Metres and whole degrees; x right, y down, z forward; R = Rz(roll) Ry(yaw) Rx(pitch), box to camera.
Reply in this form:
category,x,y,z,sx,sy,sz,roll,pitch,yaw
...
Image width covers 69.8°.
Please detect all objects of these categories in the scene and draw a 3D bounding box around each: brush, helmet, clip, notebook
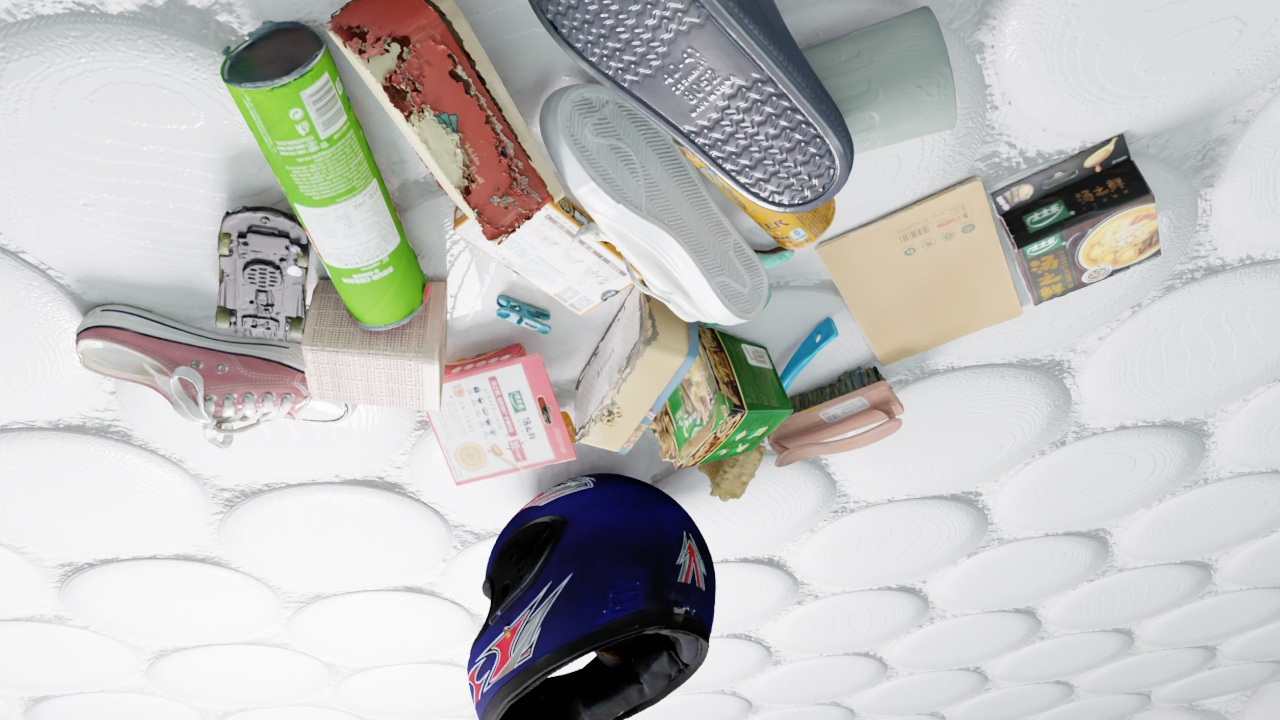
category,x,y,z,sx,sy,sz,roll,pitch,yaw
brush,0.202,0.065,0.973,0.146,0.073,0.063,-23,141,22
brush,0.131,0.053,0.956,0.045,0.083,0.255,13,131,-21
helmet,-0.067,0.267,1.043,0.316,0.240,0.247,-40,134,21
clip,-0.105,-0.042,0.826,0.056,0.043,0.014,22,133,-28
notebook,0.266,-0.073,0.857,0.148,0.008,0.207,-22,140,19

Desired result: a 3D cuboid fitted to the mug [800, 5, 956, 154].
category,x,y,z,sx,sy,sz,roll,pitch,yaw
mug,0.159,-0.182,0.651,0.103,0.083,0.124,-15,167,11

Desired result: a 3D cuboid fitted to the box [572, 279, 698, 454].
category,x,y,z,sx,sy,sz,roll,pitch,yaw
box,-0.005,0.005,0.847,0.059,0.089,0.185,17,138,-19

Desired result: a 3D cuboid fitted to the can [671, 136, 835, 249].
category,x,y,z,sx,sy,sz,roll,pitch,yaw
can,0.089,-0.143,0.695,0.058,0.058,0.146,-31,137,27

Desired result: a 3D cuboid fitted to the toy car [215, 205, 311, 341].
category,x,y,z,sx,sy,sz,roll,pitch,yaw
toy car,-0.302,-0.069,0.739,0.070,0.042,0.159,8,141,-20

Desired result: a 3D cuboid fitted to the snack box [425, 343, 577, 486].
category,x,y,z,sx,sy,sz,roll,pitch,yaw
snack box,-0.134,0.050,0.877,0.127,0.044,0.113,-14,109,10

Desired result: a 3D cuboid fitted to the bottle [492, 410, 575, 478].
category,x,y,z,sx,sy,sz,roll,pitch,yaw
bottle,-0.123,0.082,0.947,0.108,0.063,0.063,-16,142,11

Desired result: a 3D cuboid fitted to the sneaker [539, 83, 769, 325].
category,x,y,z,sx,sy,sz,roll,pitch,yaw
sneaker,-0.001,-0.113,0.709,0.091,0.089,0.242,-2,143,47

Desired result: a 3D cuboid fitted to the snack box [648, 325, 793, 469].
category,x,y,z,sx,sy,sz,roll,pitch,yaw
snack box,0.078,0.034,0.893,0.105,0.118,0.118,2,144,-32

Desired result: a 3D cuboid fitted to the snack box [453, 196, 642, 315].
category,x,y,z,sx,sy,sz,roll,pitch,yaw
snack box,-0.073,-0.095,0.756,0.075,0.026,0.153,-30,137,27

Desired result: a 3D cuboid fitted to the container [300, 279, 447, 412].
category,x,y,z,sx,sy,sz,roll,pitch,yaw
container,-0.225,-0.014,0.787,0.111,0.089,0.090,3,141,-10

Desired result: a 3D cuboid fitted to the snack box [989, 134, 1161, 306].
category,x,y,z,sx,sy,sz,roll,pitch,yaw
snack box,0.377,-0.115,0.793,0.113,0.053,0.125,-24,145,21

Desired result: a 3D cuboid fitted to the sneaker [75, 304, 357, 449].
category,x,y,z,sx,sy,sz,roll,pitch,yaw
sneaker,-0.371,0.027,0.813,0.240,0.087,0.119,18,135,-28

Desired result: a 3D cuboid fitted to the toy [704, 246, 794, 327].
category,x,y,z,sx,sy,sz,roll,pitch,yaw
toy,0.094,-0.069,0.816,0.096,0.030,0.092,-20,143,6

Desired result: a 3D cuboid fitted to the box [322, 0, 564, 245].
category,x,y,z,sx,sy,sz,roll,pitch,yaw
box,-0.129,-0.155,0.599,0.080,0.091,0.168,-40,141,-6

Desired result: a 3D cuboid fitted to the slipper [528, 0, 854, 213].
category,x,y,z,sx,sy,sz,roll,pitch,yaw
slipper,0.034,-0.207,0.582,0.268,0.083,0.111,41,140,-16

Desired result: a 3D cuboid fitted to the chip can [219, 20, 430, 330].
category,x,y,z,sx,sy,sz,roll,pitch,yaw
chip can,-0.217,-0.121,0.660,0.072,0.072,0.236,-8,143,1
